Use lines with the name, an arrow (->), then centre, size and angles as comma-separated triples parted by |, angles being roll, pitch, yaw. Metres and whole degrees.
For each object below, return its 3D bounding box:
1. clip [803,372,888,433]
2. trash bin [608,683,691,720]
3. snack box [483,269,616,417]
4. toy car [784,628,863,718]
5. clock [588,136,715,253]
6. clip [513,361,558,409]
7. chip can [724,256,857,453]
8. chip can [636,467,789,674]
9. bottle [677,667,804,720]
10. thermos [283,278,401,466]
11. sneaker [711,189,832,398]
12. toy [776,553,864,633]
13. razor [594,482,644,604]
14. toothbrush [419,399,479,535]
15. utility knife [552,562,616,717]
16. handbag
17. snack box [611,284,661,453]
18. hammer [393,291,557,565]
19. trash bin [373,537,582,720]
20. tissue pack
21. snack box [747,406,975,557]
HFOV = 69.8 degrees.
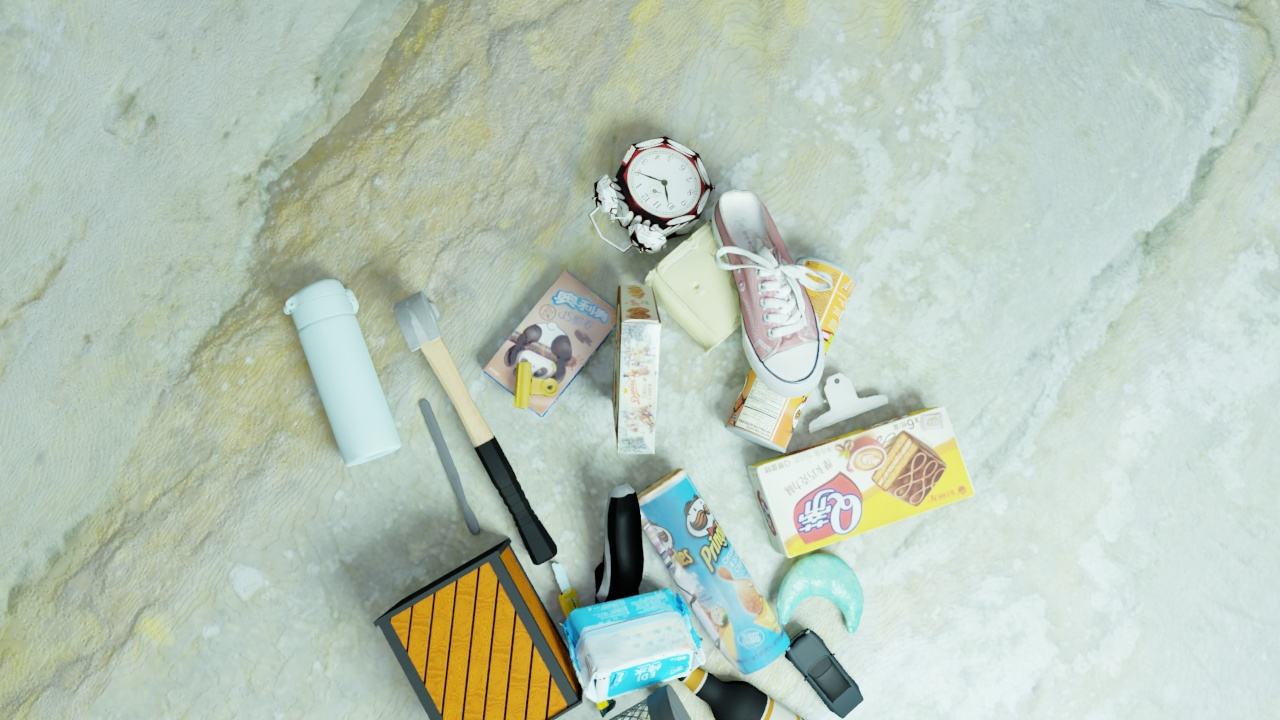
clip -> 0.233, 0.044, 1.085 | 0.102, 0.050, 0.058 | -20, 79, -6
trash bin -> -0.028, 0.483, 0.930 | 0.227, 0.218, 0.217 | -26, 86, -1
snack box -> -0.100, -0.019, 1.060 | 0.087, 0.034, 0.151 | 38, 84, 1
toy car -> 0.207, 0.353, 1.032 | 0.046, 0.034, 0.112 | -39, 102, -6
clock -> 0.007, -0.183, 1.064 | 0.154, 0.065, 0.114 | -42, 88, -21
clip -> -0.118, 0.028, 1.022 | 0.049, 0.044, 0.054 | 1, 83, 23
chip can -> 0.173, -0.006, 1.053 | 0.075, 0.075, 0.215 | 24, 84, -1
chip can -> 0.075, 0.235, 1.026 | 0.079, 0.080, 0.229 | -32, 87, -6
bottle -> 0.114, 0.390, 1.019 | 0.181, 0.059, 0.059 | 34, 83, 1
thermos -> -0.333, 0.011, 1.029 | 0.077, 0.065, 0.207 | -18, 85, -28
sneaker -> 0.140, -0.081, 0.977 | 0.118, 0.088, 0.241 | -17, 79, -10
toy -> 0.206, 0.263, 1.047 | 0.105, 0.033, 0.085 | 10, 79, -11
razor -> -0.021, 0.206, 1.007 | 0.057, 0.060, 0.156 | -14, 127, -35
toothbrush -> -0.218, 0.122, 1.052 | 0.013, 0.013, 0.167 | -23, 85, -5
utility knife -> -0.066, 0.313, 1.034 | 0.017, 0.030, 0.179 | -26, 84, 30
handbag -> 0.077, -0.086, 1.053 | 0.111, 0.081, 0.119 | -43, 87, -12
snack box -> -0.006, 0.006, 0.985 | 0.041, 0.143, 0.147 | 2, 110, -4
hammer -> -0.180, 0.076, 1.018 | 0.039, 0.131, 0.328 | -28, 95, -6
trash bin -> -0.164, 0.304, 0.972 | 0.139, 0.140, 0.172 | -29, 87, -6
tissue pack -> -0.006, 0.304, 0.983 | 0.144, 0.092, 0.062 | -9, 129, -18
snack box -> 0.250, 0.138, 1.050 | 0.230, 0.062, 0.110 | -17, 86, -5
